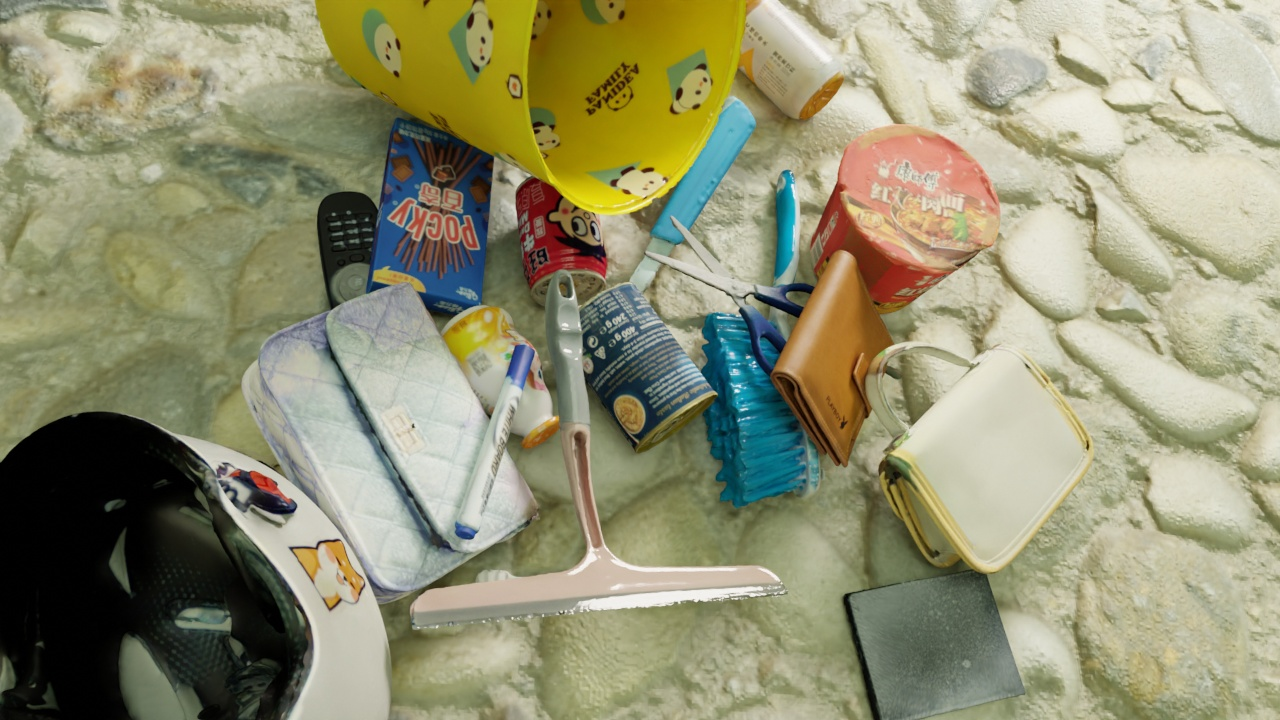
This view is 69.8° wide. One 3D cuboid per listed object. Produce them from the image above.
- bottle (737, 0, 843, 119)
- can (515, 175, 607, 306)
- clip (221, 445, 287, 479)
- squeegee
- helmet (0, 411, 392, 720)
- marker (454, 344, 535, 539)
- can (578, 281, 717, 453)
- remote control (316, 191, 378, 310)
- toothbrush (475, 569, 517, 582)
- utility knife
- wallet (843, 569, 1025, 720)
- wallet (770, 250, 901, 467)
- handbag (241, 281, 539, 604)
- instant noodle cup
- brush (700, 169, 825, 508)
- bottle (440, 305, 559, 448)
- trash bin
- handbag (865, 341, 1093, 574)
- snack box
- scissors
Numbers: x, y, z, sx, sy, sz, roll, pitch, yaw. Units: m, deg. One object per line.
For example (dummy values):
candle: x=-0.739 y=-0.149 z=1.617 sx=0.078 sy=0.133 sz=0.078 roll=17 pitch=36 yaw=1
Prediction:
bottle: x=0.107 y=-0.309 z=0.861 sx=0.067 sy=0.068 sz=0.189 roll=-37 pitch=78 yaw=-23
can: x=-0.063 y=-0.096 z=0.734 sx=0.066 sy=0.067 sz=0.093 roll=-4 pitch=68 yaw=-13
clip: x=-0.251 y=0.077 z=0.640 sx=0.100 sy=0.035 sz=0.071 roll=-8 pitch=69 yaw=-10
squeegee: x=-0.041 y=0.050 z=0.621 sx=0.247 sy=0.040 sz=0.249 roll=2 pitch=62 yaw=-24
helmet: x=-0.243 y=0.163 z=0.526 sx=0.230 sy=0.156 sz=0.274 roll=-41 pitch=70 yaw=15
marker: x=-0.096 y=0.051 z=0.609 sx=0.017 sy=0.017 sz=0.145 roll=16 pitch=55 yaw=-4
can: x=-0.004 y=0.004 z=0.695 sx=0.075 sy=0.075 sz=0.111 roll=-31 pitch=77 yaw=-22
remote control: x=-0.220 y=-0.069 z=0.714 sx=0.053 sy=0.024 sz=0.136 roll=-8 pitch=70 yaw=-20
toothbrush: x=-0.027 y=0.159 z=0.657 sx=0.180 sy=0.016 sz=0.016 roll=4 pitch=68 yaw=-10
utility knife: x=0.030 y=-0.119 z=0.766 sx=0.034 sy=0.018 sz=0.238 roll=33 pitch=78 yaw=-9
wallet: x=0.218 y=0.212 z=0.684 sx=0.120 sy=0.019 sz=0.097 roll=-7 pitch=69 yaw=-13
wallet: x=0.152 y=0.003 z=0.699 sx=0.119 sy=0.035 sz=0.130 roll=52 pitch=52 yaw=-28
handbag: x=-0.163 y=0.055 z=0.614 sx=0.133 sy=0.076 sz=0.194 roll=-30 pitch=91 yaw=-42
instant noodle cup: x=0.211 y=-0.112 z=0.773 sx=0.138 sy=0.109 sz=0.137 roll=4 pitch=66 yaw=-10
brush: x=0.100 y=-0.032 z=0.751 sx=0.109 sy=0.061 sz=0.314 roll=1 pitch=64 yaw=-17
bottle: x=-0.101 y=0.013 z=0.680 sx=0.063 sy=0.063 sz=0.108 roll=-32 pitch=76 yaw=-22
trash bin: x=-0.090 y=-0.255 z=0.683 sx=0.255 sy=0.230 sz=0.229 roll=26 pitch=60 yaw=32
handbag: x=0.247 y=0.054 z=0.714 sx=0.163 sy=0.063 sz=0.179 roll=-38 pitch=95 yaw=-24
snack box: x=-0.164 y=-0.115 z=0.730 sx=0.084 sy=0.026 sz=0.157 roll=12 pitch=62 yaw=-24
scissors: x=0.084 y=-0.045 z=0.715 sx=0.162 sy=0.012 sz=0.164 roll=1 pitch=61 yaw=-21
